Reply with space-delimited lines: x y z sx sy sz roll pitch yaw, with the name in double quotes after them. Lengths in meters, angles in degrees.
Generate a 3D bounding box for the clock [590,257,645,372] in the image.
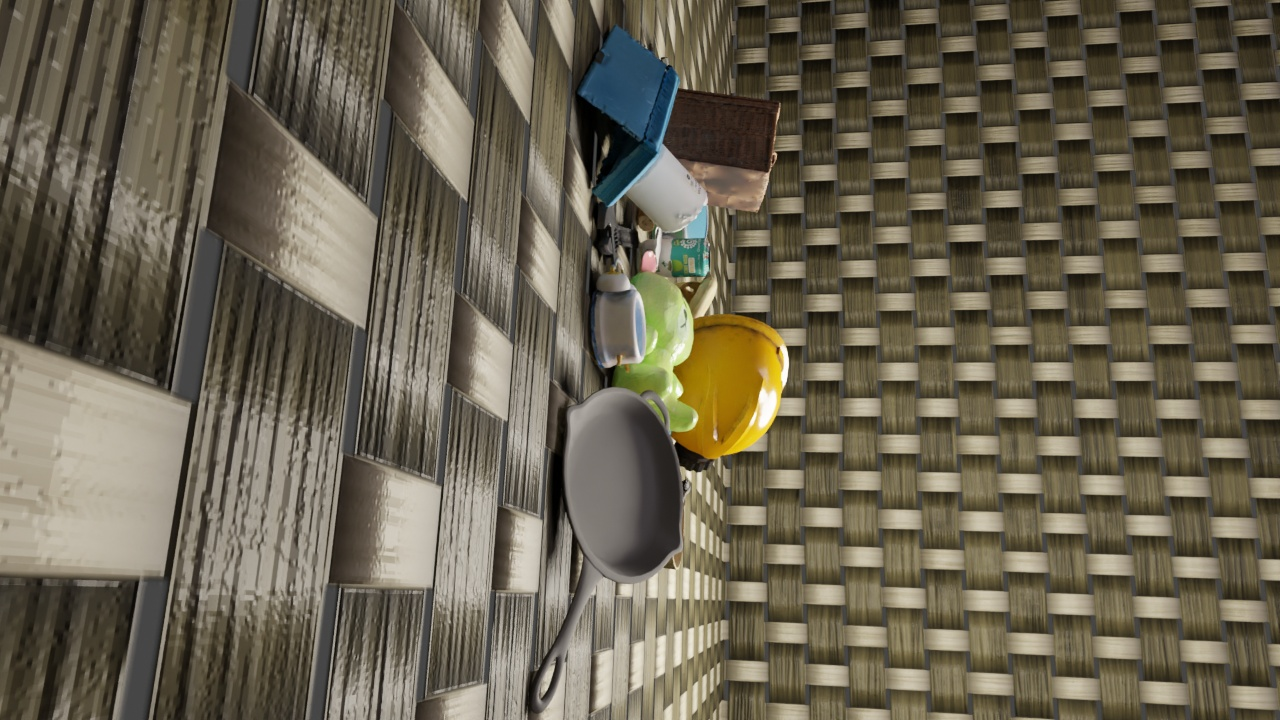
-0.025 -0.051 1.020 0.089 0.052 0.125 37 50 -77 "clock"

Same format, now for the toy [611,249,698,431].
0.014 -0.017 1.130 0.150 0.107 0.196 52 26 -47 "toy"

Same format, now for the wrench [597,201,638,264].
-0.025 -0.154 1.128 0.273 0.018 0.073 -36 126 -80 "wrench"

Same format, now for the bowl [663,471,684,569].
0.031 0.231 1.355 0.152 0.050 0.152 0 89 -80 "bowl"

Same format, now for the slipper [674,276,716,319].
0.047 -0.060 1.397 0.111 0.079 0.262 -61 177 -17 "slipper"

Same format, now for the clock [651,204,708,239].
0.053 -0.219 1.457 0.161 0.075 0.122 -41 132 -62 "clock"

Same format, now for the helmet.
0.108 0.066 1.305 0.256 0.205 0.131 108 -12 -46 "helmet"

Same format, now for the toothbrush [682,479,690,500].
0.056 0.202 1.310 0.167 0.013 0.013 -49 130 -75 "toothbrush"

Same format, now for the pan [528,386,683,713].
-0.039 0.167 0.872 0.216 0.024 0.353 54 41 -30 "pan"

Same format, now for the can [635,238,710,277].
0.047 -0.145 1.297 0.055 0.102 0.055 1 89 -81 "can"

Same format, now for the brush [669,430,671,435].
0.010 0.104 1.208 0.135 0.055 0.075 -75 167 -58 "brush"

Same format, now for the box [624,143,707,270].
0.020 -0.198 1.197 0.147 0.137 0.084 40 34 -27 "box"

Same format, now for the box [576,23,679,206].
-0.031 -0.287 1.045 0.112 0.094 0.230 37 35 -17 "box"

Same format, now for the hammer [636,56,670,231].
0.023 -0.329 1.385 0.132 0.033 0.329 80 14 -54 "hammer"

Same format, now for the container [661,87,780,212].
0.088 -0.289 1.259 0.114 0.198 0.112 97 0 -67 "container"
